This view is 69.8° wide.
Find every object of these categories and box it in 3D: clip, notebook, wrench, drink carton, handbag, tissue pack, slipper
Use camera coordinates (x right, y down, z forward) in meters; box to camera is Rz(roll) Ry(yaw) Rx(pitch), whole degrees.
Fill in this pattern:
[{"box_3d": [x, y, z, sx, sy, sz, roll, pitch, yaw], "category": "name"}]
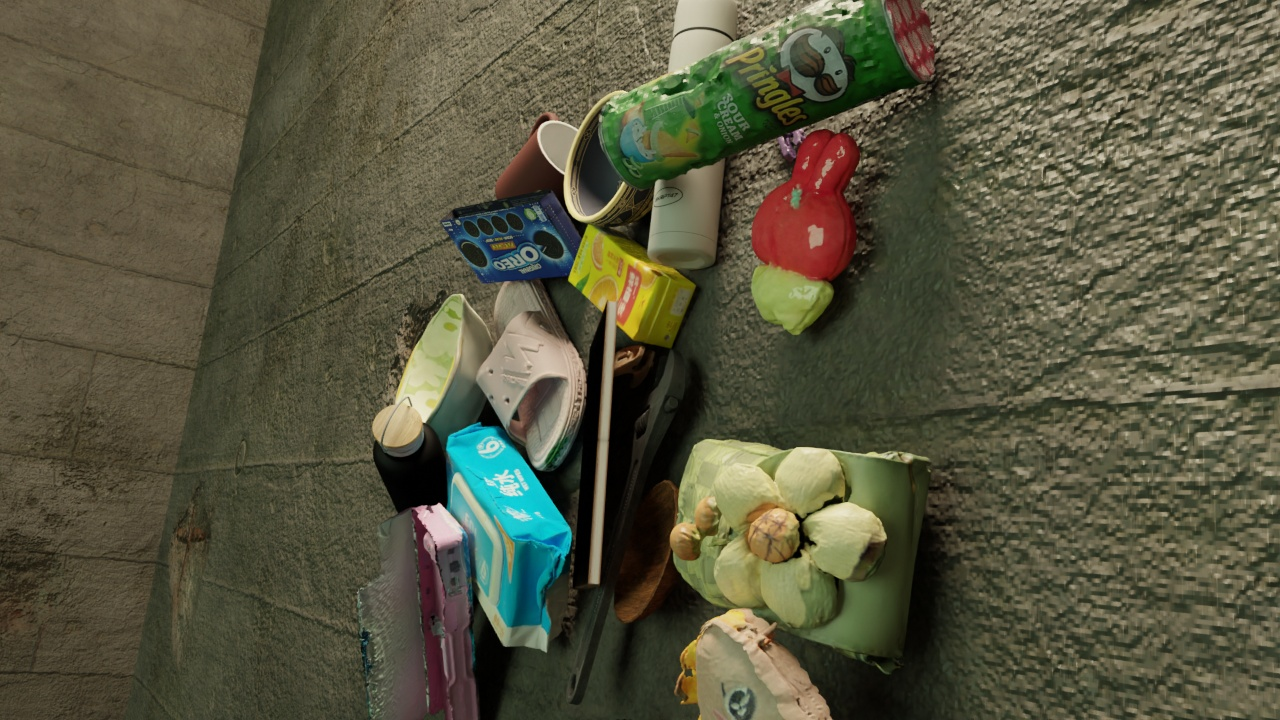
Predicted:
[{"box_3d": [0.001, 0.007, 0.735, 0.061, 0.043, 0.024, -19, 49, 60], "category": "clip"}, {"box_3d": [-0.037, 0.073, 0.727, 0.142, 0.008, 0.209, 120, 154, -73], "category": "notebook"}, {"box_3d": [-0.012, 0.122, 0.690, 0.073, 0.018, 0.273, 173, 114, -75], "category": "wrench"}, {"box_3d": [-0.009, -0.063, 0.763, 0.134, 0.043, 0.059, 44, 117, 53], "category": "drink carton"}, {"box_3d": [0.072, 0.100, 0.522, 0.187, 0.116, 0.113, 0, 78, 53], "category": "handbag"}, {"box_3d": [-0.118, 0.152, 0.805, 0.209, 0.066, 0.117, 42, 131, 50], "category": "tissue pack"}, {"box_3d": [0.105, -0.166, 0.663, 0.036, 0.013, 0.053, -52, 44, 33], "category": "clip"}, {"box_3d": [-0.114, -0.003, 0.872, 0.094, 0.064, 0.239, -53, 39, 29], "category": "slipper"}]

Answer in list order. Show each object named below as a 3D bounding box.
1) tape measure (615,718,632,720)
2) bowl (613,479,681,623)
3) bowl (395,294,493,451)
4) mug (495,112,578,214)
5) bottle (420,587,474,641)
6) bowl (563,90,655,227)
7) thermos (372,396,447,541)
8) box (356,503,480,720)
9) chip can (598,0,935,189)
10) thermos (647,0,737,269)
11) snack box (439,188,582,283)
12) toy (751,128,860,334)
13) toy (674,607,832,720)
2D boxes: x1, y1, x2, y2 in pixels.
[{"box_3d": [-0.023, 0.277, 0.639, 0.038, 0.062, 0.067, -115, 13, -46], "category": "tape measure"}, {"box_3d": [0.014, 0.140, 0.658, 0.114, 0.026, 0.101, 131, 155, -57], "category": "bowl"}, {"box_3d": [-0.203, 0.026, 0.972, 0.220, 0.060, 0.188, 5, 74, 66], "category": "bowl"}, {"box_3d": [-0.093, -0.190, 0.895, 0.083, 0.073, 0.105, -40, 53, 41], "category": "mug"}, {"box_3d": [-0.186, 0.231, 0.910, 0.040, 0.040, 0.130, 43, 113, 52], "category": "bottle"}, {"box_3d": [-0.009, -0.164, 0.780, 0.113, 0.061, 0.112, -25, 59, 49], "category": "bowl"}, {"box_3d": [-0.214, 0.106, 0.872, 0.232, 0.061, 0.061, 94, 168, -58], "category": "thermos"}, {"box_3d": [-0.203, 0.251, 0.816, 0.085, 0.096, 0.230, 26, 121, 56], "category": "box"}, {"box_3d": [0.075, -0.180, 0.611, 0.224, 0.075, 0.075, -13, 67, 36], "category": "chip can"}, {"box_3d": [0.043, -0.185, 0.722, 0.052, 0.052, 0.224, -9, 71, 53], "category": "thermos"}, {"box_3d": [-0.121, -0.115, 0.881, 0.150, 0.082, 0.027, -1, 41, 44], "category": "snack box"}, {"box_3d": [0.108, -0.085, 0.600, 0.092, 0.045, 0.135, 25, 103, 58], "category": "toy"}, {"box_3d": [0.022, 0.241, 0.525, 0.196, 0.065, 0.265, 22, 121, 40], "category": "toy"}]
